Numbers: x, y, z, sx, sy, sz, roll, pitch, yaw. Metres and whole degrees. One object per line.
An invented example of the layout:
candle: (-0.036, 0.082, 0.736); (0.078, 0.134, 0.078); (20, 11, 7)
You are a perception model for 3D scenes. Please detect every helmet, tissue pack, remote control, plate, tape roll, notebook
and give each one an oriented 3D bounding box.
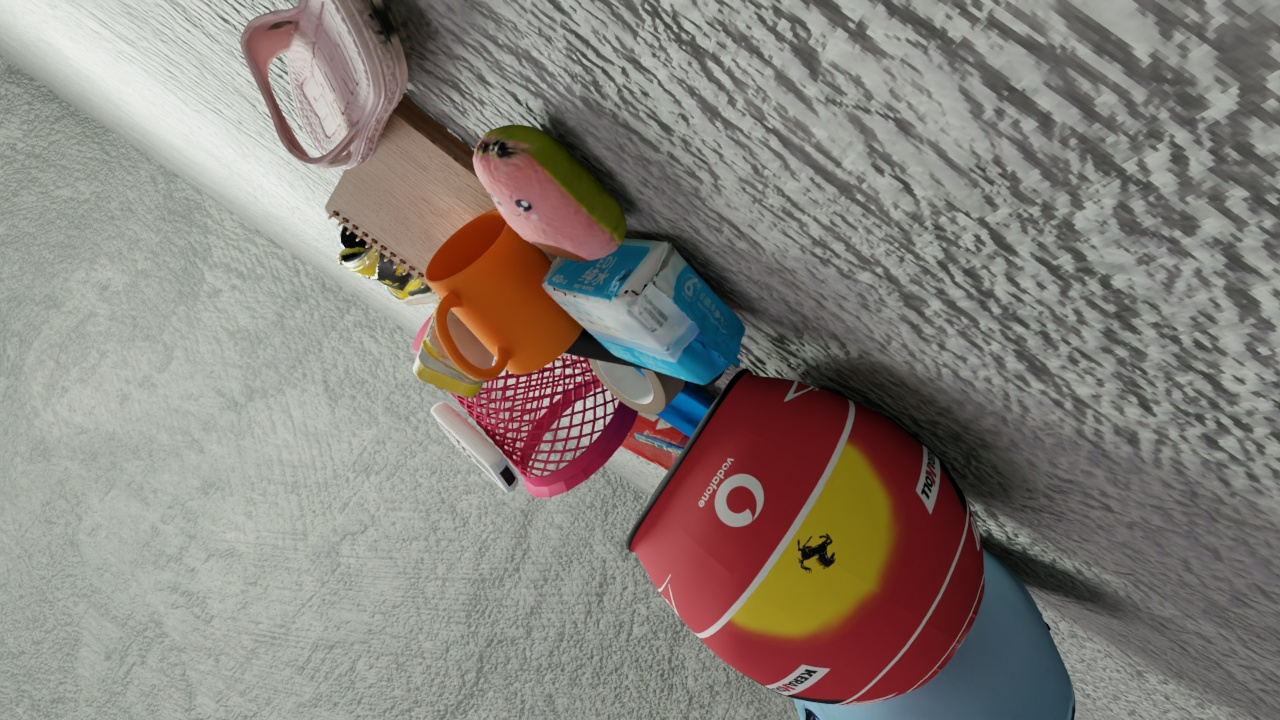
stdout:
helmet: (0.222, 0.234, 0.768); (0.167, 0.225, 0.265); (65, 174, -21)
tissue pack: (0.000, -0.040, 0.623); (0.093, 0.061, 0.144); (43, 165, -32)
helmet: (0.119, 0.126, 0.642); (0.224, 0.197, 0.271); (33, 178, 6)
remote control: (-0.194, 0.099, 1.069); (0.138, 0.025, 0.060); (35, 159, 37)
plate: (0.047, 0.046, 0.973); (0.224, 0.024, 0.224); (33, 170, 6)
remote control: (-0.003, -0.004, 0.765); (0.151, 0.020, 0.041); (14, 154, -16)
tape roll: (-0.005, 0.005, 0.845); (0.094, 0.030, 0.094); (32, 150, 22)
notebook: (-0.138, -0.094, 0.729); (0.210, 0.022, 0.170); (37, 144, -16)

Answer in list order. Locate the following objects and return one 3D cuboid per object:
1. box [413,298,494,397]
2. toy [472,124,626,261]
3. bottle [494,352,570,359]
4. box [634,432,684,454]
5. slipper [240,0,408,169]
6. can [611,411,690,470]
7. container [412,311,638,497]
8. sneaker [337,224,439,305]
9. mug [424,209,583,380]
box: (-0.155, -0.046, 0.845); (0.065, 0.045, 0.209); (23, -149, -14)
toy: (-0.059, -0.101, 0.549); (0.090, 0.051, 0.110); (25, 166, 37)
bottle: (-0.103, -0.028, 0.936); (0.109, 0.063, 0.063); (4, 171, -5)
box: (0.120, 0.129, 0.967); (0.181, 0.039, 0.227); (27, 171, -40)
slipper: (-0.204, -0.171, 0.568); (0.240, 0.064, 0.094); (0, 118, 64)
can: (0.029, 0.099, 1.156); (0.067, 0.067, 0.170); (41, 168, -34)
container: (-0.141, 0.019, 1.076); (0.226, 0.183, 0.183); (47, 165, -25)
sneaker: (-0.280, -0.122, 1.012); (0.122, 0.086, 0.239); (26, 172, -31)
mug: (-0.103, -0.037, 0.661); (0.078, 0.112, 0.096); (-9, 132, 39)
